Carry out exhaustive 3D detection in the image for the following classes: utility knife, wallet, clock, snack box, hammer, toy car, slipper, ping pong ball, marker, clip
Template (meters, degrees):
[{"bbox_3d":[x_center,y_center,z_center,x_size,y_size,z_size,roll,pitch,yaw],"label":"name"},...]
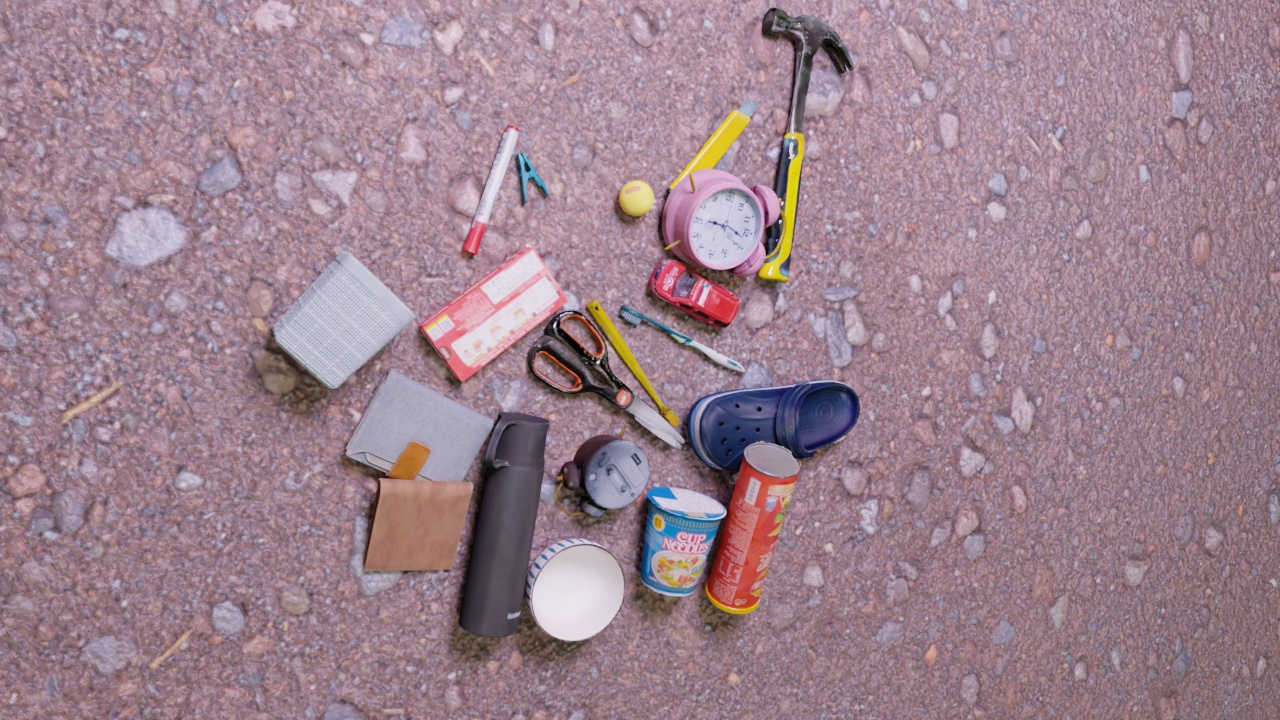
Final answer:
[{"bbox_3d":[0.087,-0.249,1.102,0.176,0.015,0.033,-51,122,-10],"label":"utility knife"},{"bbox_3d":[-0.238,0.084,0.992,0.129,0.037,0.106,30,84,-25],"label":"wallet"},{"bbox_3d":[0.105,-0.160,1.088,0.158,0.060,0.117,8,107,-30],"label":"clock"},{"bbox_3d":[-0.161,-0.052,1.012,0.152,0.025,0.075,-39,113,-14],"label":"snack box"},{"bbox_3d":[0.192,-0.259,1.140,0.126,0.032,0.323,4,96,-24],"label":"hammer"},{"bbox_3d":[-0.243,0.180,1.000,0.101,0.020,0.115,7,114,-26],"label":"wallet"},{"bbox_3d":[0.067,-0.080,1.103,0.120,0.045,0.053,25,86,-24],"label":"toy car"},{"bbox_3d":[-0.046,0.136,1.078,0.121,0.055,0.082,-38,112,-14],"label":"clock"},{"bbox_3d":[0.180,0.084,1.155,0.252,0.095,0.105,-8,99,-27],"label":"slipper"},{"bbox_3d":[-0.005,-0.186,1.055,0.040,0.040,0.040,-4,99,-24],"label":"ping pong ball"},{"bbox_3d":[-0.162,-0.185,0.996,0.017,0.017,0.145,20,89,-26],"label":"marker"},{"bbox_3d":[-0.124,-0.203,1.013,0.034,0.013,0.055,-22,108,-21],"label":"clip"}]

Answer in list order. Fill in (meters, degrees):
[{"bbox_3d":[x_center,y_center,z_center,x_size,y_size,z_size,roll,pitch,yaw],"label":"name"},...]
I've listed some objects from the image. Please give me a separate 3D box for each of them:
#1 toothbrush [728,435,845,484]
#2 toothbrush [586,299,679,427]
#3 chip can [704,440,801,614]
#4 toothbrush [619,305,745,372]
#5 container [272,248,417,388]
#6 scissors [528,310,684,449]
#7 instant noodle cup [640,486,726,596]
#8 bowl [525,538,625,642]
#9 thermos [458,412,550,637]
[{"bbox_3d":[0.194,0.128,1.208,0.179,0.016,0.016,-19,103,-21],"label":"toothbrush"},{"bbox_3d":[-0.007,0.006,1.097,0.015,0.017,0.190,-39,112,-14],"label":"toothbrush"},{"bbox_3d":[0.135,0.207,1.123,0.073,0.073,0.217,-3,121,-24],"label":"chip can"},{"bbox_3d":[0.054,-0.022,1.122,0.191,0.016,0.018,26,96,-25],"label":"toothbrush"},{"bbox_3d":[-0.299,-0.039,0.918,0.111,0.090,0.090,-47,113,-8],"label":"container"},{"bbox_3d":[-0.022,0.024,1.082,0.234,0.022,0.139,18,88,-22],"label":"scissors"},{"bbox_3d":[0.045,0.222,1.117,0.099,0.099,0.110,6,102,-25],"label":"instant noodle cup"},{"bbox_3d":[-0.083,0.262,1.074,0.116,0.066,0.116,-3,98,-24],"label":"bowl"},{"bbox_3d":[-0.158,0.181,1.021,0.089,0.068,0.242,2,98,-60],"label":"thermos"}]
